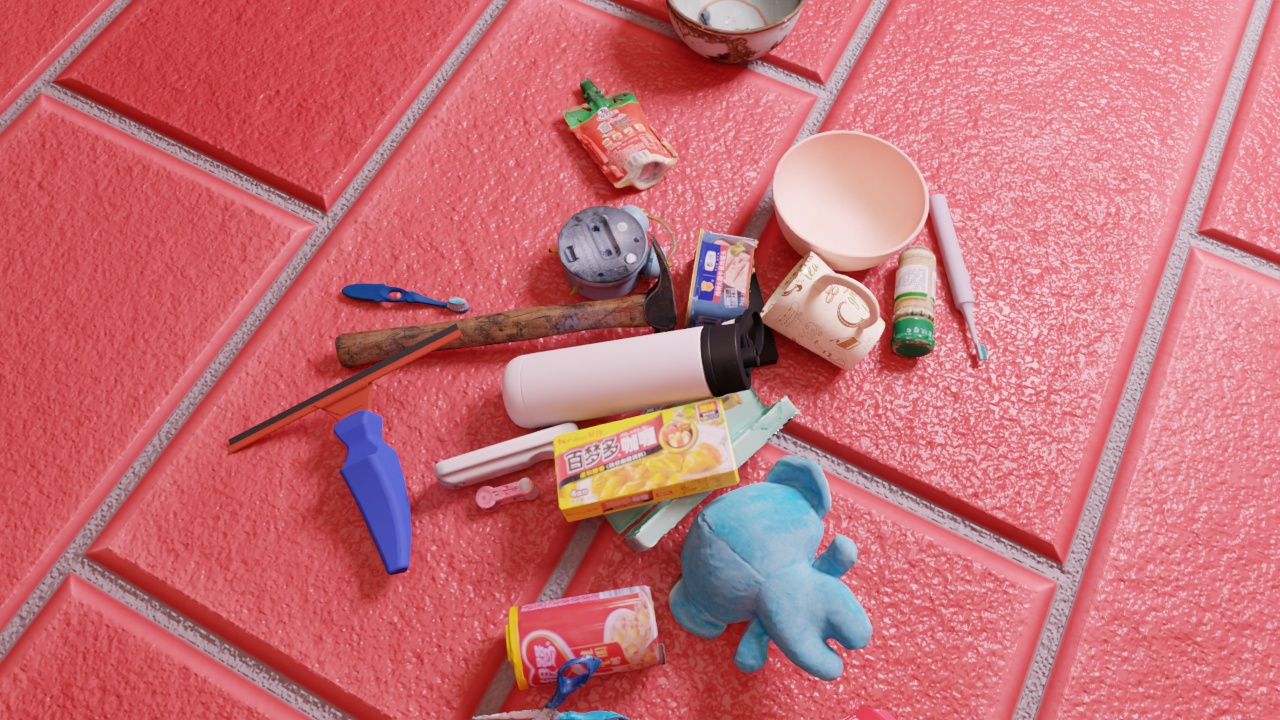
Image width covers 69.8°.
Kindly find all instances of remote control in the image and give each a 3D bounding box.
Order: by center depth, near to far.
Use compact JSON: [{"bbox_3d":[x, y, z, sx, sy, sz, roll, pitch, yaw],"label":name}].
[{"bbox_3d":[-0.119,0.089,0.833,0.133,0.050,0.022,-16,71,-7],"label":"remote control"},{"bbox_3d":[0.094,-0.054,0.915,0.058,0.013,0.133,-9,66,-4],"label":"remote control"}]

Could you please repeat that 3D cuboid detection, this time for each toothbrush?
[{"bbox_3d":[-0.237,-0.063,0.920,0.132,0.016,0.021,8,64,3],"label":"toothbrush"},{"bbox_3d":[0.320,-0.085,0.924,0.019,0.018,0.187,-5,66,-4],"label":"toothbrush"}]

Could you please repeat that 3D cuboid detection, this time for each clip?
[{"bbox_3d":[-0.120,0.120,0.829,0.060,0.044,0.023,-4,62,-16],"label":"clip"}]

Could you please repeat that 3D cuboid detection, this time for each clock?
[{"bbox_3d":[-0.025,-0.110,0.920,0.124,0.052,0.088,-21,66,-10],"label":"clock"}]

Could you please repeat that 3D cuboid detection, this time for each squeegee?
[{"bbox_3d":[-0.240,0.103,0.826,0.249,0.055,0.184,-26,68,8],"label":"squeegee"}]

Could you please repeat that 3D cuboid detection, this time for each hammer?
[{"bbox_3d":[-0.129,-0.040,0.877,0.330,0.033,0.120,-8,108,3],"label":"hammer"}]

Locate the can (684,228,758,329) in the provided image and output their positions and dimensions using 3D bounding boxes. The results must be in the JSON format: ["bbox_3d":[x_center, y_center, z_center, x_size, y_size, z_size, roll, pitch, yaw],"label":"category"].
[{"bbox_3d":[0.078,-0.075,0.887,0.059,0.054,0.099,8,67,3],"label":"can"}]

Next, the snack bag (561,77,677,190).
[{"bbox_3d":[-0.027,-0.252,0.993,0.087,0.044,0.155,-24,64,-16],"label":"snack bag"}]

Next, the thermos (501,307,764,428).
[{"bbox_3d":[-0.005,0.005,0.836,0.230,0.068,0.101,-10,27,16],"label":"thermos"}]

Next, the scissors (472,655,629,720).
[{"bbox_3d":[-0.072,0.276,0.737,0.130,0.117,0.014,-1,28,-4],"label":"scissors"}]

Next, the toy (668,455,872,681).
[{"bbox_3d":[0.118,0.181,0.763,0.183,0.114,0.180,-50,55,4],"label":"toy"}]

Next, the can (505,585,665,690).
[{"bbox_3d":[-0.046,0.229,0.762,0.124,0.067,0.066,-9,66,-4],"label":"can"}]

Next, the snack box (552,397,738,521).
[{"bbox_3d":[0.003,0.084,0.783,0.152,0.025,0.075,-14,52,6],"label":"snack box"}]

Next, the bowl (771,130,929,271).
[{"bbox_3d":[0.203,-0.148,0.922,0.153,0.076,0.152,0,66,-1],"label":"bowl"}]

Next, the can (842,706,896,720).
[{"bbox_3d":[0.146,0.334,0.710,0.142,0.074,0.074,-28,69,-12],"label":"can"}]

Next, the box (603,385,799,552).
[{"bbox_3d":[0.039,0.077,0.822,0.188,0.077,0.091,-40,84,-14],"label":"box"}]

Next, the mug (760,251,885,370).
[{"bbox_3d":[0.180,-0.048,0.853,0.097,0.122,0.081,37,68,-1],"label":"mug"}]

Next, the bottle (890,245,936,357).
[{"bbox_3d":[0.269,-0.059,0.900,0.043,0.043,0.109,8,65,4],"label":"bottle"}]

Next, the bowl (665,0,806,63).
[{"bbox_3d":[0.102,-0.389,1.019,0.160,0.094,0.159,0,66,0],"label":"bowl"}]
